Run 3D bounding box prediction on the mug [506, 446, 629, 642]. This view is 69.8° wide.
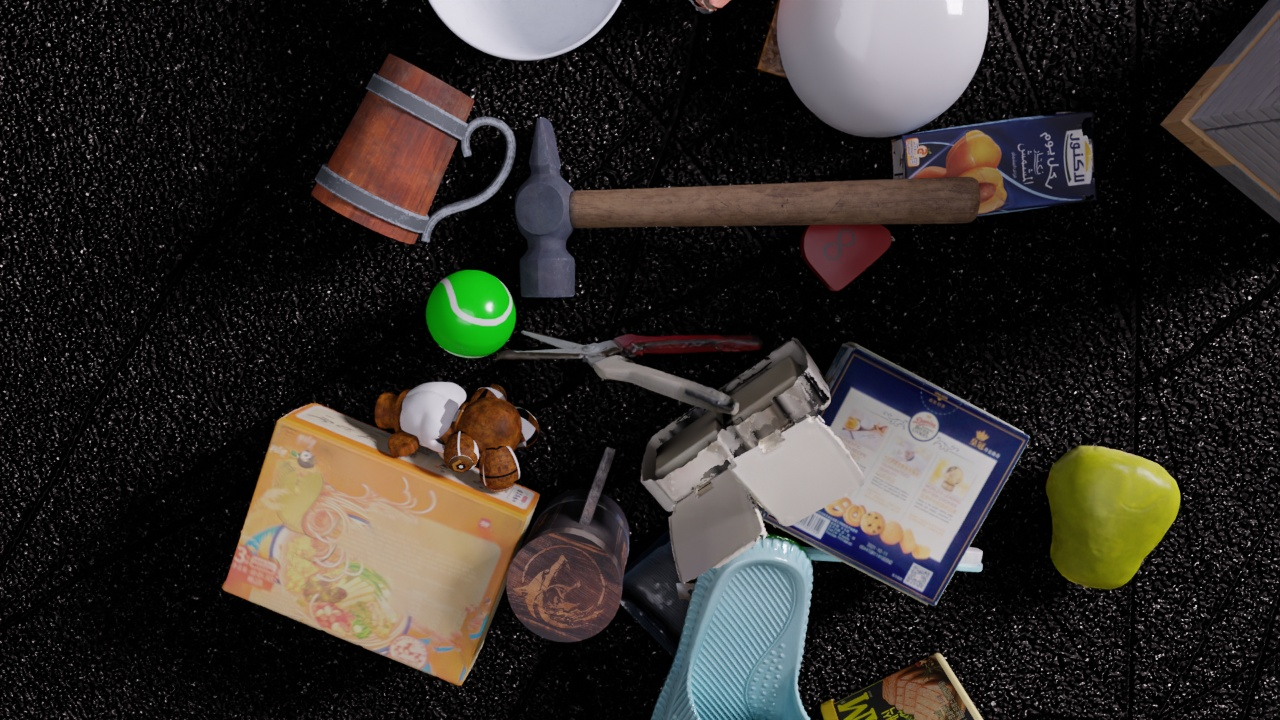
[{"bbox_3d":[-0.043,0.130,0.678,0.080,0.107,0.116,19,101,1],"label":"mug"}]

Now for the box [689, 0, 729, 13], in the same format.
[{"bbox_3d":[0.101,-0.311,0.612,0.187,0.067,0.057,-42,133,8],"label":"box"}]

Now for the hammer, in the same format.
[{"bbox_3d":[0.067,-0.110,0.642,0.322,0.040,0.129,1,96,13],"label":"hammer"}]

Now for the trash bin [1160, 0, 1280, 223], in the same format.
[{"bbox_3d":[0.458,-0.157,0.518,0.142,0.246,0.142,38,100,-3],"label":"trash bin"}]

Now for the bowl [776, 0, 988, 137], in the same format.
[{"bbox_3d":[0.170,-0.227,0.617,0.149,0.043,0.149,-1,103,-6],"label":"bowl"}]

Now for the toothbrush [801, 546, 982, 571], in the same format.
[{"bbox_3d":[0.173,0.150,0.712,0.181,0.016,0.016,2,102,3],"label":"toothbrush"}]

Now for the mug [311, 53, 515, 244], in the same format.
[{"bbox_3d":[-0.157,-0.143,0.659,0.117,0.081,0.111,26,98,-19],"label":"mug"}]

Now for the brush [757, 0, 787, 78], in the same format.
[{"bbox_3d":[0.122,-0.261,0.641,0.048,0.017,0.126,17,101,1],"label":"brush"}]

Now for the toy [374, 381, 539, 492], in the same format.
[{"bbox_3d":[-0.140,0.049,0.686,0.113,0.087,0.067,5,129,12],"label":"toy"}]

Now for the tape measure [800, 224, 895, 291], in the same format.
[{"bbox_3d":[0.147,-0.087,0.670,0.059,0.019,0.051,-41,93,3],"label":"tape measure"}]

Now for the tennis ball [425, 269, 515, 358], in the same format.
[{"bbox_3d":[-0.125,-0.034,0.676,0.065,0.065,0.065,1,100,4],"label":"tennis ball"}]

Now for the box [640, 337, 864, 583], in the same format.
[{"bbox_3d":[0.073,0.069,0.623,0.144,0.180,0.080,-36,100,14],"label":"box"}]

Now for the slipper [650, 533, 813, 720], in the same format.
[{"bbox_3d":[0.071,0.257,0.690,0.116,0.069,0.276,7,110,-7],"label":"slipper"}]

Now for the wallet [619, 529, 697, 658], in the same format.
[{"bbox_3d":[0.045,0.187,0.722,0.089,0.026,0.115,-42,97,10],"label":"wallet"}]

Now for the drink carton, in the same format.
[{"bbox_3d":[0.247,-0.135,0.643,0.130,0.040,0.064,-6,100,5],"label":"drink carton"}]

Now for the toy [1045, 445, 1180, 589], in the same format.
[{"bbox_3d":[0.340,0.118,0.676,0.090,0.051,0.110,14,103,4],"label":"toy"}]

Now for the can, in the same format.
[{"bbox_3d":[0.204,0.290,0.675,0.104,0.135,0.075,-29,97,6],"label":"can"}]

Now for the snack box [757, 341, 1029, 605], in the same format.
[{"bbox_3d":[0.183,0.083,0.677,0.144,0.042,0.145,28,95,1],"label":"snack box"}]

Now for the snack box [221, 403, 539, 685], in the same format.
[{"bbox_3d":[-0.194,0.137,0.704,0.195,0.080,0.145,22,101,1],"label":"snack box"}]

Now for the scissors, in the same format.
[{"bbox_3d":[0.003,0.001,0.656,0.198,0.179,0.015,-10,117,-21],"label":"scissors"}]

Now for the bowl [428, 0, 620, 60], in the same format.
[{"bbox_3d":[-0.073,-0.274,0.624,0.144,0.074,0.144,1,100,4],"label":"bowl"}]
